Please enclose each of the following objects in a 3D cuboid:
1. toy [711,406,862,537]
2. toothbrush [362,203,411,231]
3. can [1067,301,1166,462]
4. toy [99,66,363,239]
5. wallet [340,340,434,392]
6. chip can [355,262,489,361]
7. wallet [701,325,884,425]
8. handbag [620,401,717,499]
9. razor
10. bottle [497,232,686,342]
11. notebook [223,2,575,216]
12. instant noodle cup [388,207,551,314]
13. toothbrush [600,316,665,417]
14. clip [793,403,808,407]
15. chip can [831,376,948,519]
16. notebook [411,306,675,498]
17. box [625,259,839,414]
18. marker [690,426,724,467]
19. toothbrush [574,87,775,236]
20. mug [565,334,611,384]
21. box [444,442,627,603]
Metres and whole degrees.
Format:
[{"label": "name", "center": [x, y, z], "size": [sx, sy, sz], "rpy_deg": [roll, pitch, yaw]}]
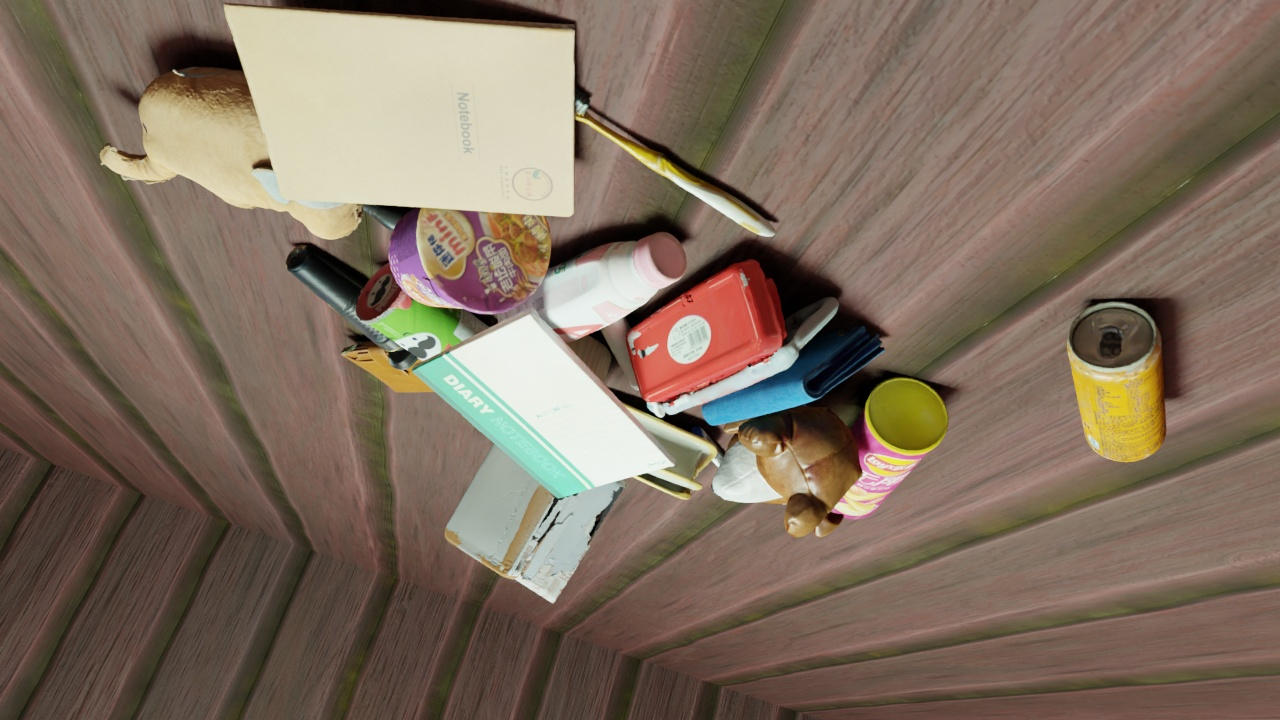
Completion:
[{"label": "toy", "center": [0.129, 0.099, 0.871], "size": [0.130, 0.140, 0.199], "rpy_deg": [-25, -178, -1]}, {"label": "toothbrush", "center": [-0.203, -0.120, 0.784], "size": [0.212, 0.026, 0.027], "rpy_deg": [25, 160, -14]}, {"label": "can", "center": [0.351, 0.019, 0.673], "size": [0.058, 0.058, 0.146], "rpy_deg": [1, 150, 32]}, {"label": "toy", "center": [-0.320, -0.164, 0.705], "size": [0.226, 0.082, 0.144], "rpy_deg": [15, 139, 12]}, {"label": "wallet", "center": [-0.275, 0.003, 1.076], "size": [0.131, 0.035, 0.119], "rpy_deg": [-2, 154, 34]}, {"label": "chip can", "center": [-0.175, -0.009, 0.937], "size": [0.072, 0.072, 0.236], "rpy_deg": [-5, 147, 39]}, {"label": "wallet", "center": [0.127, 0.016, 0.774], "size": [0.133, 0.106, 0.040], "rpy_deg": [-20, 99, 54]}, {"label": "handbag", "center": [-0.006, 0.112, 1.075], "size": [0.163, 0.063, 0.179], "rpy_deg": [25, 161, 2]}, {"label": "razor", "center": [-0.290, -0.058, 0.944], "size": [0.167, 0.062, 0.067], "rpy_deg": [42, 177, -32]}, {"label": "bottle", "center": [-0.042, -0.057, 0.763], "size": [0.068, 0.068, 0.197], "rpy_deg": [33, 148, -30]}, {"label": "notebook", "center": [-0.146, -0.157, 0.598], "size": [0.207, 0.008, 0.148], "rpy_deg": [4, 140, -1]}, {"label": "instant noodle cup", "center": [-0.142, -0.087, 0.726], "size": [0.111, 0.111, 0.099], "rpy_deg": [33, 159, -29]}, {"label": "toothbrush", "center": [-0.005, 0.005, 0.910], "size": [0.026, 0.026, 0.221], "rpy_deg": [28, 162, 28]}, {"label": "clip", "center": [0.149, 0.036, 0.888], "size": [0.024, 0.028, 0.057], "rpy_deg": [38, 157, -32]}, {"label": "chip can", "center": [0.226, 0.091, 0.882], "size": [0.071, 0.071, 0.211], "rpy_deg": [15, 155, 5]}, {"label": "notebook", "center": [-0.087, 0.049, 0.837], "size": [0.151, 0.012, 0.209], "rpy_deg": [-22, 126, 33]}, {"label": "box", "center": [0.078, -0.017, 0.778], "size": [0.099, 0.095, 0.202], "rpy_deg": [-11, 171, -31]}, {"label": "marker", "center": [0.093, 0.116, 1.081], "size": [0.017, 0.016, 0.146], "rpy_deg": [1, 150, 31]}, {"label": "toothbrush", "center": [0.019, -0.135, 0.625], "size": [0.191, 0.016, 0.018], "rpy_deg": [28, 144, -20]}, {"label": "mug", "center": [-0.080, 0.039, 0.931], "size": [0.082, 0.105, 0.115], "rpy_deg": [14, 155, 8]}, {"label": "box", "center": [-0.140, 0.181, 1.146], "size": [0.168, 0.181, 0.151], "rpy_deg": [35, 168, -9]}]
